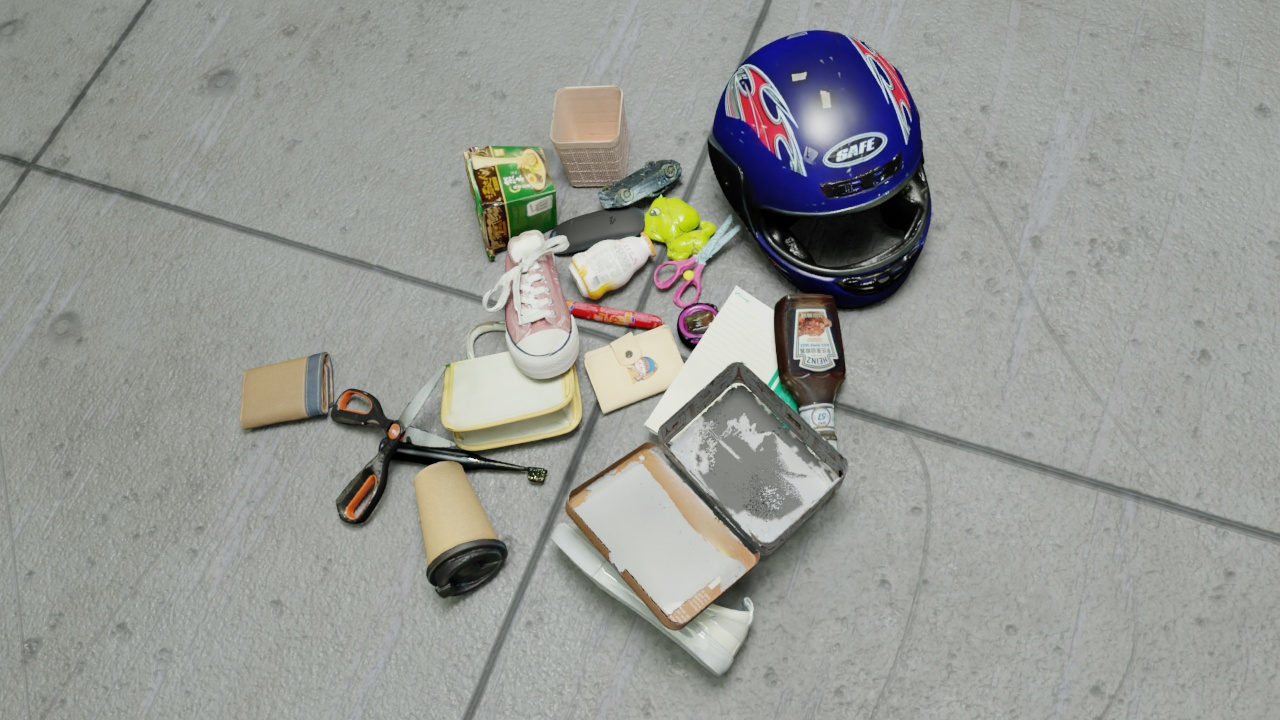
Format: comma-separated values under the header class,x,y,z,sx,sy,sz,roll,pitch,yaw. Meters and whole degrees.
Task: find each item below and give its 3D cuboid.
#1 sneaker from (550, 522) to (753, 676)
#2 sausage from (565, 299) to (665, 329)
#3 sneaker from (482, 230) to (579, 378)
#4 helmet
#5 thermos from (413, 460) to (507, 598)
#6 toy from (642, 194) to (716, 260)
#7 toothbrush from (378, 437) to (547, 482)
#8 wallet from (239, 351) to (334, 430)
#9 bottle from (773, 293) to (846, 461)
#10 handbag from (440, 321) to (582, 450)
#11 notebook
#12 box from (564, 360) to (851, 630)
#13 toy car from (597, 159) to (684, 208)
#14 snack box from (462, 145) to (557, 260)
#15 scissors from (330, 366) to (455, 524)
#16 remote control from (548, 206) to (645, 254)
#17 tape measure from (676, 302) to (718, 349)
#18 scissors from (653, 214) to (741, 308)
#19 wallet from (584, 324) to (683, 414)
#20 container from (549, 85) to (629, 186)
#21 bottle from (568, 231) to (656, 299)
class,x,y,z,sx,sy,sz,roll,pitch,yaw
sneaker,0.014,0.231,0.993,0.242,0.089,0.090,32,73,19
sausage,-0.042,-0.058,1.166,0.156,0.020,0.020,10,69,13
sneaker,-0.133,-0.085,1.124,0.118,0.088,0.240,-15,49,2
helmet,0.218,-0.240,1.086,0.247,0.240,0.315,-23,66,0
thermos,-0.213,0.190,1.050,0.093,0.093,0.143,-26,58,-3
toy,0.048,-0.173,1.195,0.097,0.031,0.100,-16,70,3
toothbrush,-0.215,0.122,1.110,0.213,0.026,0.027,8,56,12
wallet,-0.455,0.040,1.180,0.115,0.033,0.090,-11,63,5
bottle,0.201,0.020,1.068,0.079,0.044,0.194,0,75,-15
handbag,-0.159,0.020,1.136,0.163,0.063,0.178,-12,51,3
notebook,0.122,0.033,1.085,0.150,0.012,0.208,33,74,4
box,0.070,0.141,0.970,0.259,0.110,0.179,-41,70,-11
toy car,0.000,-0.231,1.210,0.120,0.037,0.054,-30,30,-19
snack box,-0.167,-0.217,1.210,0.105,0.118,0.117,-14,65,-9
scissors,-0.308,0.094,1.100,0.235,0.021,0.221,22,89,38
remote control,-0.061,-0.173,1.203,0.137,0.024,0.053,-12,64,16
tape measure,0.074,-0.042,1.129,0.058,0.039,0.057,-17,65,1
scissors,0.071,-0.136,1.164,0.073,0.017,0.137,36,94,9
wallet,-0.007,0.007,1.127,0.115,0.024,0.087,-22,69,0
container,-0.061,-0.293,1.220,0.090,0.111,0.090,0,67,9
bottle,-0.035,-0.124,1.168,0.108,0.063,0.063,-28,65,-3
